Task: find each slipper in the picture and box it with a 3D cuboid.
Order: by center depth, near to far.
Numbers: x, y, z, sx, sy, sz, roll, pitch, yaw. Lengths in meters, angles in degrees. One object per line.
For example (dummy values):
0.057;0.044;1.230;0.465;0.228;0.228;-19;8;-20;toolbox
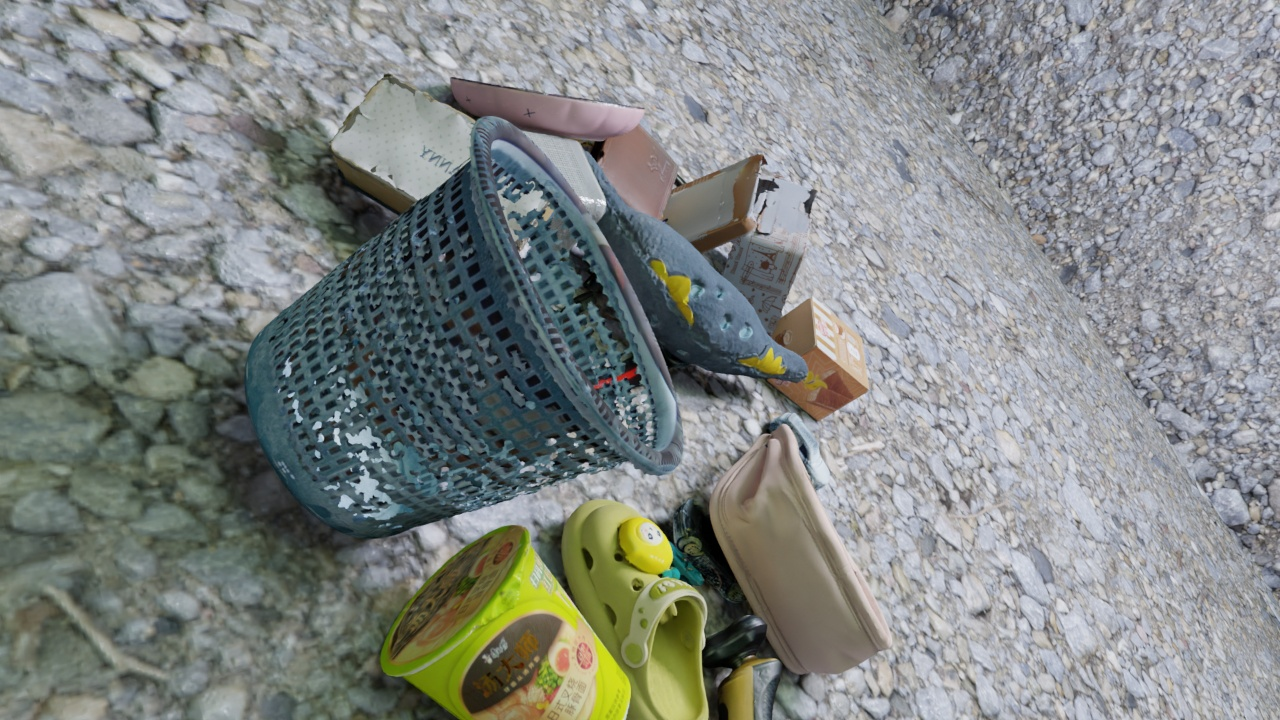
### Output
0.012;0.183;0.667;0.091;0.082;0.190;7;56;-51;slipper

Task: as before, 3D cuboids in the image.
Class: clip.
0.030;0.169;0.753;0.056;0.040;0.014;42;36;-22;clip

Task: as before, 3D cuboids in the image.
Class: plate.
-0.092;-0.245;0.905;0.192;0.039;0.192;8;15;-3;plate

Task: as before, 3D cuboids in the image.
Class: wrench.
-0.005;0.005;0.872;0.056;0.016;0.272;51;32;5;wrench

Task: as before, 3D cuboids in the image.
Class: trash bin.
-0.111;0.001;0.550;0.226;0.195;0.226;58;14;-24;trash bin

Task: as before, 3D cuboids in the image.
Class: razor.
0.074;0.276;0.686;0.067;0.062;0.167;9;51;-7;razor

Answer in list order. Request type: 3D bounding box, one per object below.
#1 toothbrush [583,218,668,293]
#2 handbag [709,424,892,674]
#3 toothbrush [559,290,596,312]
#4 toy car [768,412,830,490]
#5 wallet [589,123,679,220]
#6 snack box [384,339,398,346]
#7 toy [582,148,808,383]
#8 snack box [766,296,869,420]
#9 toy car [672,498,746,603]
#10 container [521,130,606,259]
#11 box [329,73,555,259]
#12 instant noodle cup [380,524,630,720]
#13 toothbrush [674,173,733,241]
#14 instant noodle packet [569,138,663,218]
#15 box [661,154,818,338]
-0.010;-0.113;0.964;0.017;0.014;0.188;55;39;-10;toothbrush
0.147;0.150;0.848;0.193;0.093;0.233;62;17;-15;handbag
-0.083;-0.026;0.811;0.189;0.014;0.016;-45;120;-56;toothbrush
0.174;0.097;0.989;0.090;0.034;0.042;57;30;5;toy car
-0.008;-0.198;0.981;0.101;0.032;0.124;38;46;-24;wallet
-0.135;-0.034;0.685;0.082;0.091;0.080;37;29;-22;snack box
0.040;-0.071;0.905;0.356;0.092;0.137;43;29;-15;toy
0.206;-0.002;1.082;0.094;0.077;0.092;36;36;-24;snack box
0.059;0.163;0.783;0.105;0.031;0.048;50;29;-23;toy car
-0.110;-0.152;0.830;0.114;0.090;0.090;1;57;-47;container
-0.157;-0.148;0.723;0.184;0.061;0.089;32;77;3;box
-0.071;0.180;0.549;0.123;0.112;0.111;50;32;-16;instant noodle cup
0.100;-0.183;1.184;0.181;0.018;0.015;44;37;-10;toothbrush
-0.030;-0.211;1.024;0.128;0.044;0.110;30;41;-27;instant noodle packet
0.095;-0.143;1.045;0.178;0.153;0.181;17;36;5;box
